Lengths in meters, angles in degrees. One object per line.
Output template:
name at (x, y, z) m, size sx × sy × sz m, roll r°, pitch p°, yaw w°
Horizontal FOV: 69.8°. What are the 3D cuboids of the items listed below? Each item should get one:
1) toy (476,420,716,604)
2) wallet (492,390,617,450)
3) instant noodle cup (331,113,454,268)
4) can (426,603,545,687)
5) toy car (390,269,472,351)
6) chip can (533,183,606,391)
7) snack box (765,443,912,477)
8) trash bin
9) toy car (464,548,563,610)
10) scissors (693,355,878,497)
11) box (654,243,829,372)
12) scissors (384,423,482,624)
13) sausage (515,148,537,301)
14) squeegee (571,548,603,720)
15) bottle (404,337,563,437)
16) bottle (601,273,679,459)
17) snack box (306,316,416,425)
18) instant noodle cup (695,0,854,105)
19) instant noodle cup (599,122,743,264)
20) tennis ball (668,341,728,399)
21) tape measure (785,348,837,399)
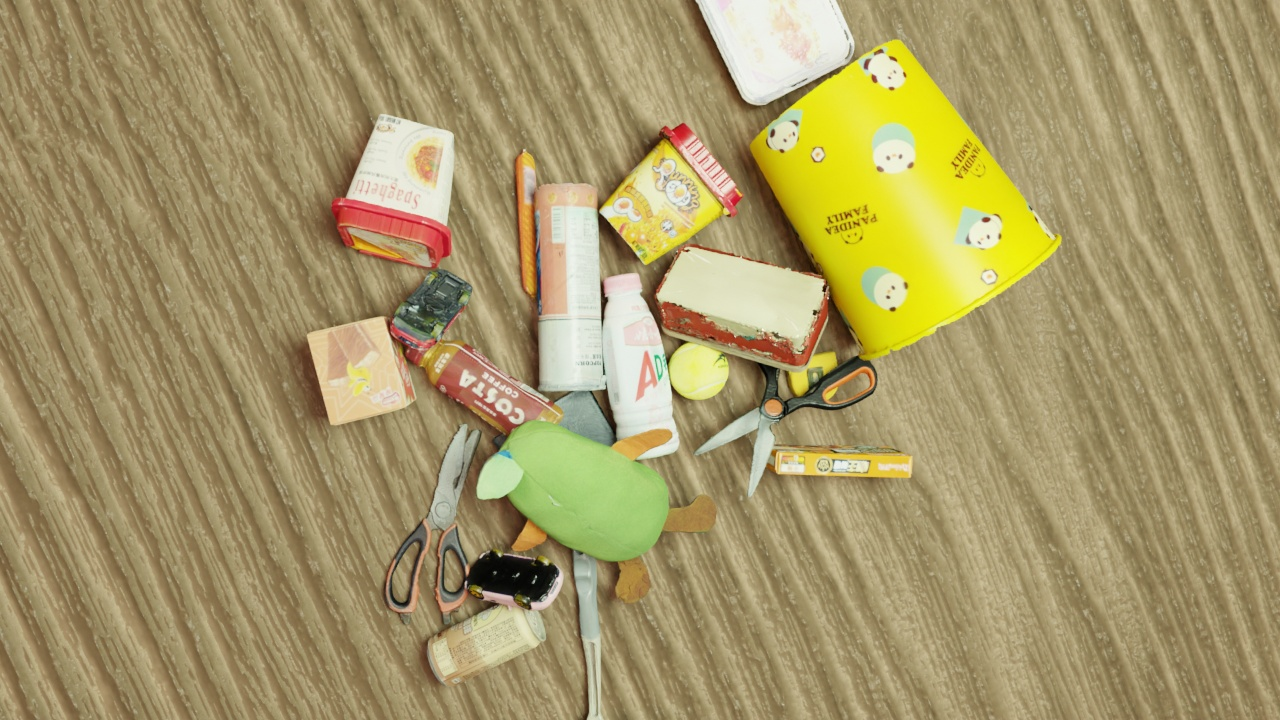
toy at (-0.047, 0.141, 0.938) m, size 0.246 × 0.089 × 0.227 m, roll 39°, pitch 110°, yaw -24°
wallet at (-0.087, 0.096, 1.009) m, size 0.120 × 0.019 × 0.097 m, roll -31°, pitch 95°, yaw -7°
instant noodle cup at (-0.241, -0.172, 0.935) m, size 0.116 × 0.117 × 0.124 m, roll 14°, pitch 78°, yaw -8°
can at (-0.165, 0.299, 0.980) m, size 0.116 × 0.058 × 0.058 m, roll -26°, pitch 96°, yaw 2°
toy car at (-0.214, -0.049, 0.940) m, size 0.053 × 0.120 × 0.045 m, roll 30°, pitch 122°, yaw -3°
chip can at (-0.076, -0.076, 0.970) m, size 0.071 × 0.071 × 0.214 m, roll -2°, pitch 90°, yaw -8°
snack box at (0.215, 0.111, 1.019) m, size 0.153 × 0.075 × 0.026 m, roll 2°, pitch 92°, yaw -8°
trash bin at (0.257, -0.167, 0.947) m, size 0.229 × 0.230 × 0.255 m, roll -34°, pitch 91°, yaw -5°
toy car at (-0.131, 0.232, 0.963) m, size 0.037 × 0.123 × 0.056 m, roll 57°, pitch 49°, yaw -34°
scissors at (0.152, 0.035, 0.995) m, size 0.221 × 0.022 × 0.224 m, roll -11°, pitch 65°, yaw -7°
box at (0.104, -0.059, 0.950) m, size 0.168 × 0.079 × 0.091 m, roll 17°, pitch 63°, yaw 21°
scissors at (-0.205, 0.181, 0.998) m, size 0.206 × 0.015 × 0.194 m, roll -35°, pitch 95°, yaw -4°
sausage at (-0.121, -0.146, 0.990) m, size 0.021 × 0.021 × 0.165 m, roll -3°, pitch 93°, yaw -8°
squeegee at (-0.057, 0.311, 1.012) m, size 0.247 × 0.039 × 0.246 m, roll -5°, pitch 86°, yaw 11°
bottle at (-0.166, 0.028, 0.969) m, size 0.175 × 0.057 × 0.057 m, roll 35°, pitch 88°, yaw 0°
bottle at (-0.006, 0.006, 0.990) m, size 0.068 × 0.068 × 0.197 m, roll -10°, pitch 91°, yaw -7°
snack box at (-0.283, 0.008, 0.940) m, size 0.077 × 0.093 × 0.094 m, roll -14°, pitch 94°, yaw -7°
instant noodle cup at (0.135, -0.373, 0.995) m, size 0.138 × 0.060 × 0.173 m, roll -27°, pitch 95°, yaw -5°
instant noodle cup at (0.028, -0.171, 0.970) m, size 0.124 × 0.116 × 0.116 m, roll -40°, pitch 97°, yaw 8°
tennis ball at (0.063, 0.010, 1.000) m, size 0.065 × 0.065 × 0.065 m, roll 0°, pitch 92°, yaw -8°
tape measure at (0.196, 0.020, 1.036) m, size 0.060 × 0.029 × 0.057 m, roll -12°, pitch 95°, yaw -7°
